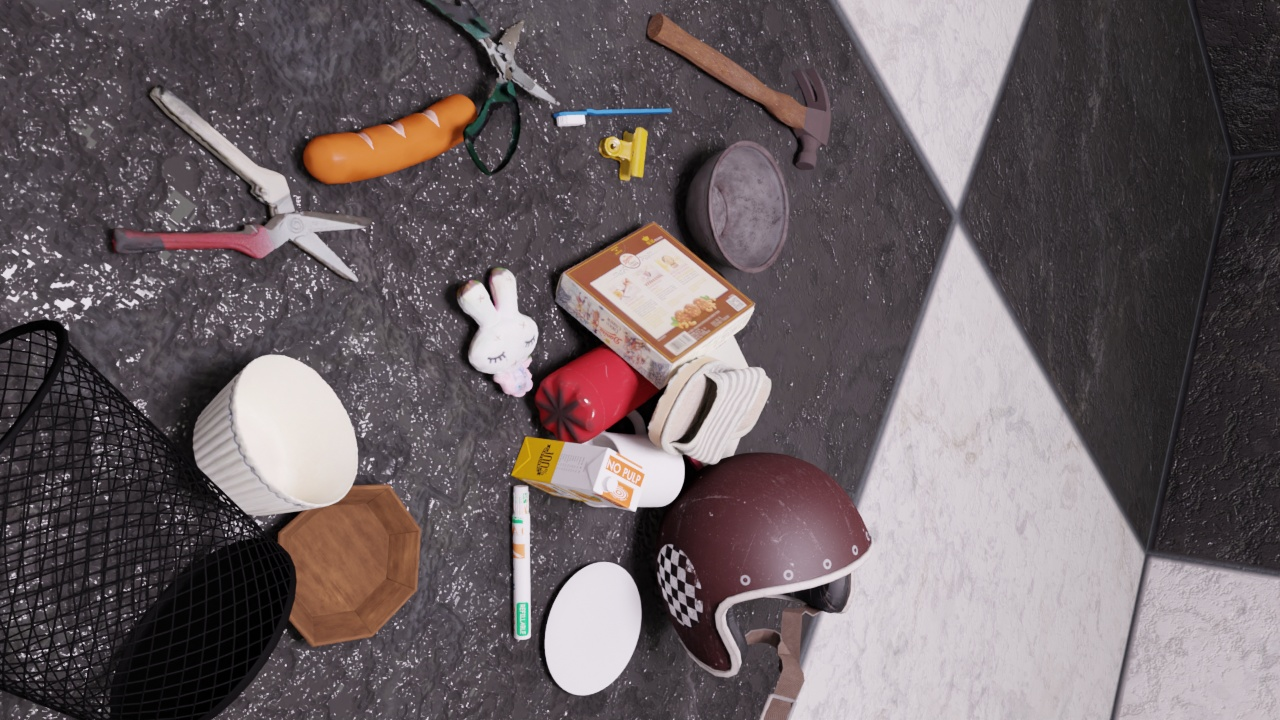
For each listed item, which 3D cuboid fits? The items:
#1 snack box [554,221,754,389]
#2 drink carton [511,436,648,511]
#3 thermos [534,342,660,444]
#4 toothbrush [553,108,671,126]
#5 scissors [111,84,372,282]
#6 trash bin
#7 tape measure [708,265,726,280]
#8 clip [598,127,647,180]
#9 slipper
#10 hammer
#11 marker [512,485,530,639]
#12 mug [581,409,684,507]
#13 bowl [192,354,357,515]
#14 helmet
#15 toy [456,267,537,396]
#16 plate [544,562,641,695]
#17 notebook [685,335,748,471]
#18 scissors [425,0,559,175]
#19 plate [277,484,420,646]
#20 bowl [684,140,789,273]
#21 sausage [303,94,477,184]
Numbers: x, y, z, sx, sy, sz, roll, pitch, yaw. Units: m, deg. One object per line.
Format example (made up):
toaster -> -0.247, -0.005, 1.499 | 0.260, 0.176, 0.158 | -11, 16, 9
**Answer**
snack box -> 0.016, -0.059, 0.915 | 0.142, 0.147, 0.041 | -36, 159, -40
drink carton -> -0.055, 0.105, 0.854 | 0.058, 0.123, 0.040 | 34, 68, -41
thermos -> -0.006, 0.006, 0.937 | 0.239, 0.073, 0.073 | -32, 114, -46
toothbrush -> -0.024, -0.252, 0.946 | 0.166, 0.016, 0.014 | -17, 103, -45
scissors -> -0.295, -0.118, 0.677 | 0.198, 0.015, 0.179 | -34, 115, -41
trash bin -> -0.332, 0.114, 0.543 | 0.183, 0.184, 0.210 | -58, 134, -27
tape measure -> 0.070, -0.079, 1.017 | 0.061, 0.062, 0.034 | 56, 51, -31
clip -> -0.019, -0.217, 0.953 | 0.046, 0.048, 0.054 | 48, 48, -86
slipper -> 0.086, 0.051, 0.950 | 0.114, 0.054, 0.272 | -60, 158, 9
hammer -> 0.127, -0.329, 1.089 | 0.322, 0.033, 0.115 | 14, 83, -44
marker -> -0.113, 0.192, 0.875 | 0.017, 0.017, 0.145 | -3, 94, -46
mug -> -0.016, 0.095, 0.940 | 0.090, 0.074, 0.110 | 9, 59, -46
bowl -> -0.266, 0.060, 0.657 | 0.115, 0.063, 0.115 | 54, 21, -32
helmet -> 0.126, 0.227, 0.967 | 0.232, 0.234, 0.254 | -14, 106, -38
toy -> -0.126, -0.023, 0.838 | 0.079, 0.038, 0.123 | -38, 121, -46
plate -> -0.050, 0.275, 0.947 | 0.134, 0.011, 0.134 | -2, 94, -46
notebook -> 0.082, 0.046, 1.028 | 0.152, 0.012, 0.209 | -65, 149, -22
scissors -> -0.145, -0.253, 0.787 | 0.201, 0.015, 0.204 | 31, 49, -38
plate -> -0.238, 0.161, 0.739 | 0.131, 0.025, 0.131 | -2, 94, -46
bowl -> 0.100, -0.171, 1.040 | 0.144, 0.067, 0.145 | -2, 94, -46
sausage -> -0.200, -0.180, 0.753 | 0.163, 0.039, 0.044 | -33, 118, -40
